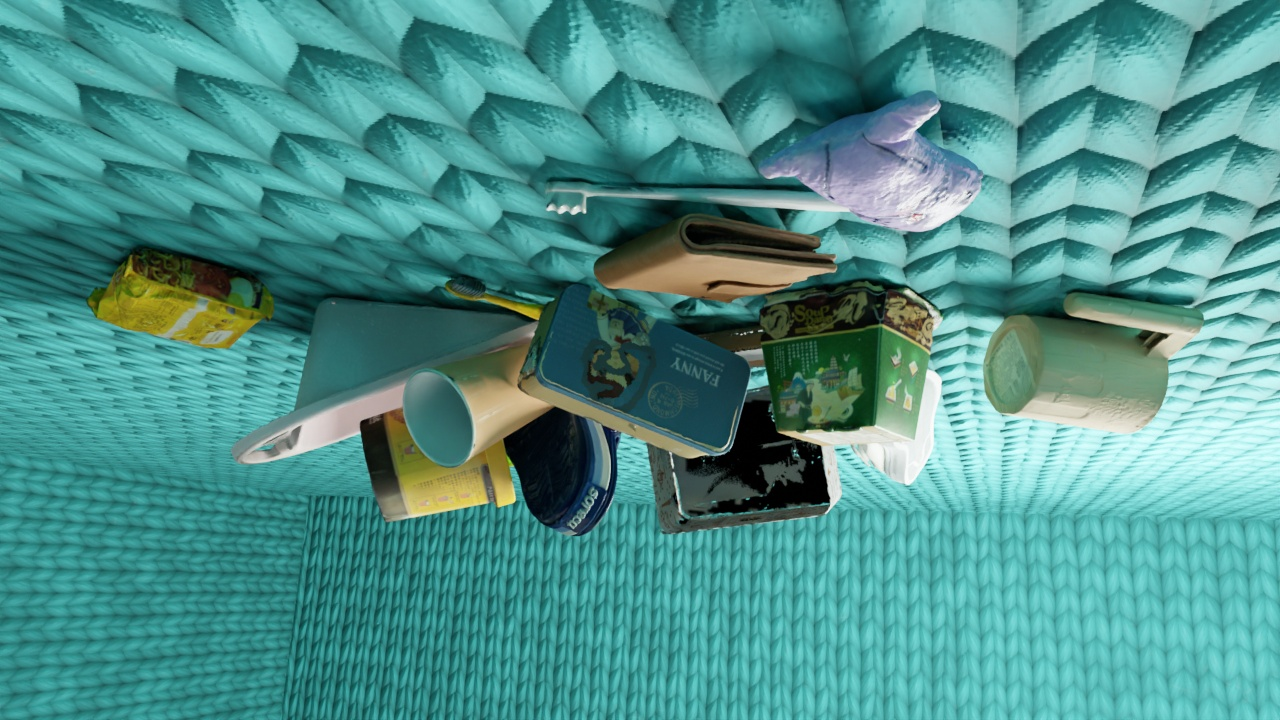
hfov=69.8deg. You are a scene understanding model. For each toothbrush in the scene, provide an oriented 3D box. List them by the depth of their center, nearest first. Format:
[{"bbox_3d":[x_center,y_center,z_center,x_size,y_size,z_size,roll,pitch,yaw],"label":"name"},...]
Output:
[{"bbox_3d":[0.037,-0.087,0.505,0.180,0.016,0.016,2,174,2],"label":"toothbrush"},{"bbox_3d":[-0.073,-0.039,0.744,0.191,0.016,0.018,15,154,-41],"label":"toothbrush"}]

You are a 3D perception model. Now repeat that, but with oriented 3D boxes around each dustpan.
[{"bbox_3d":[-0.214,0.037,0.832,0.273,0.138,0.223,7,166,-13],"label":"dustpan"}]

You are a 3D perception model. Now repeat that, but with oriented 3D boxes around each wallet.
[{"bbox_3d":[0.043,-0.060,0.570,0.107,0.031,0.132,6,174,-23],"label":"wallet"}]

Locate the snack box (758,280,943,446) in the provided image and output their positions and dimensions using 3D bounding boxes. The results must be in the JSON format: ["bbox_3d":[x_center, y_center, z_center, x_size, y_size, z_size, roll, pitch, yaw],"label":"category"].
[{"bbox_3d":[0.157,0.009,0.697,0.118,0.105,0.117,-6,165,37],"label":"snack box"}]

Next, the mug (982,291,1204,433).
[{"bbox_3d":[0.337,-0.002,0.692,0.103,0.084,0.125,7,142,-12],"label":"mug"}]

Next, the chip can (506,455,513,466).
[{"bbox_3d":[-0.171,0.095,1.219,0.072,0.072,0.221,5,167,-7],"label":"chip can"}]

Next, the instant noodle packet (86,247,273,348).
[{"bbox_3d":[-0.360,-0.046,0.719,0.110,0.044,0.129,21,155,-36],"label":"instant noodle packet"}]

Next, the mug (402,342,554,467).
[{"bbox_3d":[-0.118,0.028,0.734,0.078,0.078,0.122,-7,-170,38],"label":"mug"}]

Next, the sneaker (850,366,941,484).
[{"bbox_3d":[0.245,0.051,0.935,0.091,0.089,0.242,30,168,27],"label":"sneaker"}]

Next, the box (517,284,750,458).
[{"bbox_3d":[0.002,0.015,0.721,0.184,0.089,0.059,21,161,-16],"label":"box"}]

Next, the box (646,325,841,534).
[{"bbox_3d":[0.083,0.080,0.861,0.180,0.156,0.226,-9,163,17],"label":"box"}]

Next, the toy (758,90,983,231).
[{"bbox_3d":[0.119,-0.089,0.429,0.084,0.039,0.108,-16,157,39],"label":"toy"}]

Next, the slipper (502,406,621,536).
[{"bbox_3d":[-0.059,0.074,0.824,0.095,0.105,0.252,33,-171,-24],"label":"slipper"}]

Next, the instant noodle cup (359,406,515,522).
[{"bbox_3d":[-0.180,0.084,0.813,0.114,0.118,0.119,-15,171,-12],"label":"instant noodle cup"}]
